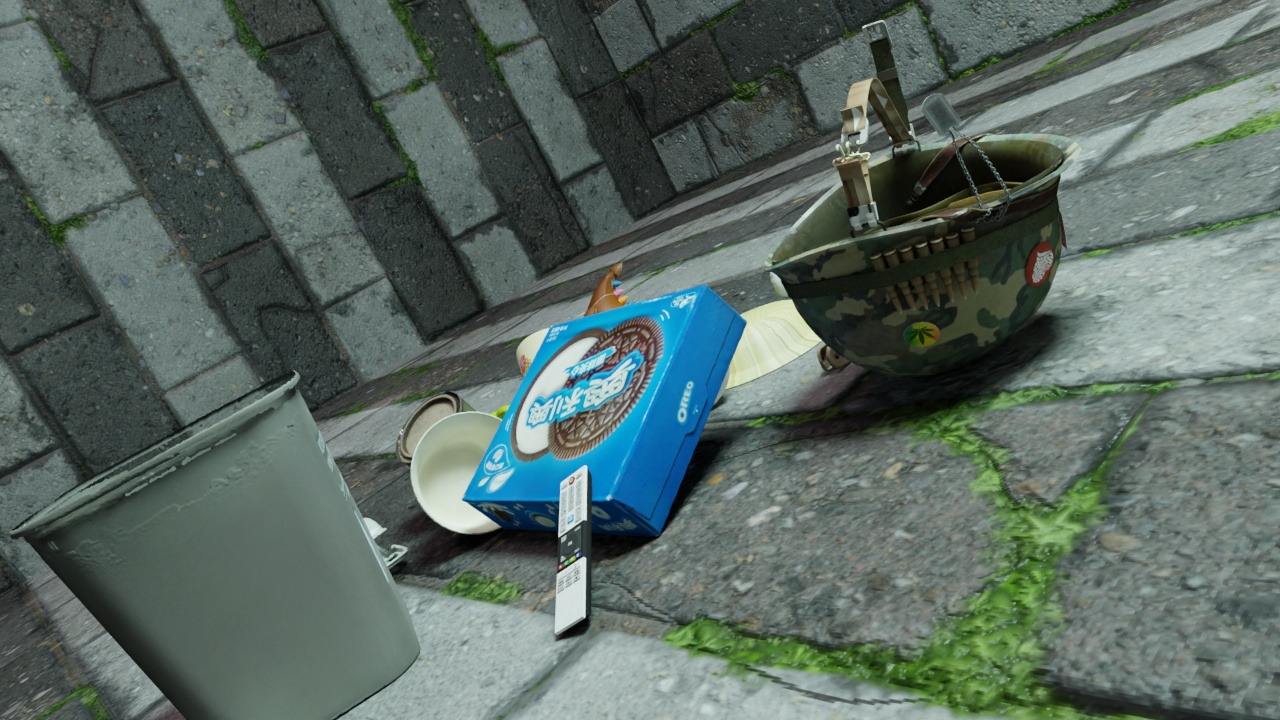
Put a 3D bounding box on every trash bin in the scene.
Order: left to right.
[{"bbox_3d":[-0.289,0.152,0.682,0.197,0.220,0.197,-31,12,-16],"label":"trash bin"}]

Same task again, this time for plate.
[{"bbox_3d":[0.119,-0.026,0.981,0.184,0.036,0.184,-26,12,6],"label":"plate"}]

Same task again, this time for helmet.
[{"bbox_3d":[0.195,-0.108,0.660,0.225,0.236,0.192,-32,12,36],"label":"helmet"}]

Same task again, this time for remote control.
[{"bbox_3d":[-0.044,0.127,0.626,0.028,0.011,0.124,-38,34,29],"label":"remote control"}]

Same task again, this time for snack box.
[{"bbox_3d":[-0.037,0.047,0.779,0.239,0.056,0.195,-11,48,52],"label":"snack box"}]

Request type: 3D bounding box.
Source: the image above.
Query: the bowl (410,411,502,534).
[{"bbox_3d":[-0.165,0.112,0.875,0.115,0.115,0.063,-34,-2,-28],"label":"bowl"}]

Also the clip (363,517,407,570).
[{"bbox_3d":[-0.314,0.203,0.894,0.151,0.089,0.125,0,26,45],"label":"clip"}]

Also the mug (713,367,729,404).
[{"bbox_3d":[0.025,0.008,0.881,0.115,0.094,0.068,-21,28,-4],"label":"mug"}]

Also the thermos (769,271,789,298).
[{"bbox_3d":[0.258,-0.132,1.036,0.240,0.073,0.073,-23,13,23],"label":"thermos"}]

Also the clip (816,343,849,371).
[{"bbox_3d":[0.183,-0.011,0.817,0.049,0.026,0.061,-20,6,16],"label":"clip"}]

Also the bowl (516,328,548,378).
[{"bbox_3d":[-0.093,0.021,1.137,0.118,0.118,0.074,-23,55,22],"label":"bowl"}]

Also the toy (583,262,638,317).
[{"bbox_3d":[-0.015,-0.062,1.035,0.090,0.103,0.070,6,-14,32],"label":"toy"}]

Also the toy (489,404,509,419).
[{"bbox_3d":[-0.133,0.072,1.039,0.094,0.036,0.094,9,-20,-26],"label":"toy"}]

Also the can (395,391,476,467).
[{"bbox_3d":[-0.199,0.088,0.961,0.090,0.074,0.089,-26,39,23],"label":"can"}]
